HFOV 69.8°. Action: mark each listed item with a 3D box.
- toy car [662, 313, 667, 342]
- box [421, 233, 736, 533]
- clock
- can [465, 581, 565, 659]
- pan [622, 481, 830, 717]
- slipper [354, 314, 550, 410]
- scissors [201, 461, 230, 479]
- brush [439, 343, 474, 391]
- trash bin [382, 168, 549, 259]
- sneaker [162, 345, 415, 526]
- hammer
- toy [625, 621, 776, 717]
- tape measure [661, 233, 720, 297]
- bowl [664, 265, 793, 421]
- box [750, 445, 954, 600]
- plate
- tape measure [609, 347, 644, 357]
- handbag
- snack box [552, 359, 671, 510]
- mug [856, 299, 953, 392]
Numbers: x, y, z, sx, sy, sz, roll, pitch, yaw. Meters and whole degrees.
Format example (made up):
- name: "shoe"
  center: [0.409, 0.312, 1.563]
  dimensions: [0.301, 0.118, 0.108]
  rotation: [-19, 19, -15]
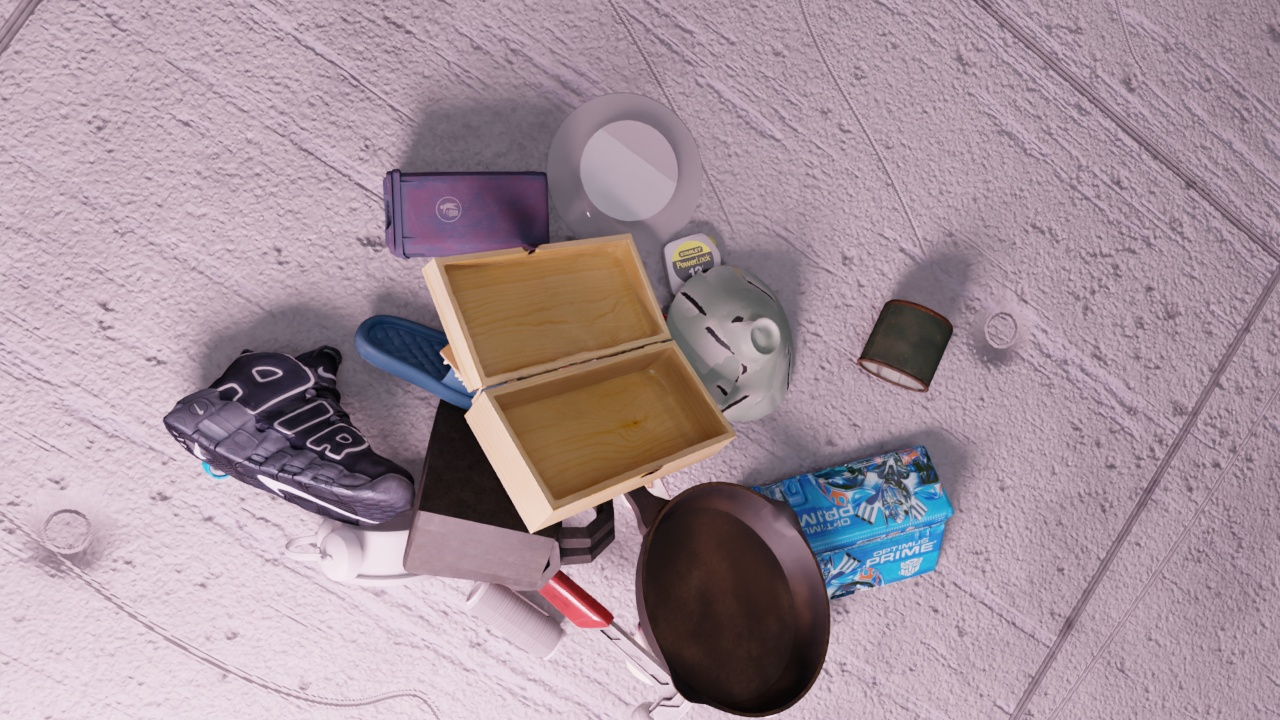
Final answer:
- name: "toy car"
  center: [0.039, -0.007, 1.005]
  dimensions: [0.025, 0.038, 0.089]
  rotation: [-24, 98, -10]
- name: "box"
  center: [-0.053, 0.005, 0.870]
  dimensions: [0.246, 0.076, 0.257]
  rotation: [-15, 80, -45]
- name: "clock"
  center: [-0.268, 0.188, 0.910]
  dimensions: [0.159, 0.120, 0.061]
  rotation: [0, 93, -21]
- name: "can"
  center: [-0.133, 0.273, 0.979]
  dimensions: [0.106, 0.044, 0.044]
  rotation: [39, 84, -12]
- name: "pan"
  center: [0.043, 0.190, 0.906]
  dimensions: [0.356, 0.043, 0.247]
  rotation: [46, 49, -5]
- name: "slipper"
  center: [-0.180, -0.003, 0.927]
  dimensions: [0.213, 0.103, 0.059]
  rotation: [21, 121, -3]
- name: "scissors"
  center: [-0.377, 0.078, 0.931]
  dimensions: [0.134, 0.016, 0.073]
  rotation: [-6, 92, -13]
- name: "brush"
  center: [-0.139, -0.017, 0.881]
  dimensions: [0.049, 0.039, 0.116]
  rotation: [49, 49, -2]
- name: "trash bin"
  center: [-0.175, -0.147, 0.927]
  dimensions: [0.160, 0.092, 0.094]
  rotation: [-2, 93, -8]
- name: "sneaker"
  center: [-0.309, 0.058, 0.883]
  dimensions: [0.252, 0.097, 0.150]
  rotation: [19, 60, 10]
- name: "hammer"
  center: [-0.069, 0.248, 0.949]
  dimensions: [0.316, 0.036, 0.126]
  rotation: [39, 116, 7]
- name: "toy"
  center: [0.087, 0.308, 1.004]
  dimensions: [0.209, 0.085, 0.138]
  rotation: [23, 113, -19]
- name: "tape measure"
  center: [0.058, -0.105, 1.015]
  dimensions: [0.064, 0.017, 0.065]
  rotation: [-16, 96, -11]
- name: "bowl"
  center: [0.116, -0.021, 0.983]
  dimensions: [0.174, 0.068, 0.174]
  rotation: [3, 83, -27]
- name: "box"
  center: [0.234, 0.201, 1.042]
  dimensions: [0.243, 0.075, 0.167]
  rotation: [-12, 96, -11]
- name: "plate"
  center: [-0.014, -0.204, 0.993]
  dimensions: [0.172, 0.019, 0.173]
  rotation: [-1, 93, -12]
- name: "tape measure"
  center: [-0.006, 0.006, 1.005]
  dimensions: [0.062, 0.020, 0.060]
  rotation: [3, 92, -13]
- name: "handbag"
  center: [-0.119, 0.137, 0.911]
  dimensions: [0.199, 0.197, 0.103]
  rotation: [15, 123, -12]
- name: "snack box"
  center: [-0.052, 0.035, 0.969]
  dimensions: [0.044, 0.077, 0.273]
  rotation: [-30, 98, -14]
- name: "mug"
  center: [0.310, -0.013, 1.049]
  dimensions: [0.111, 0.085, 0.081]
  rotation: [30, 84, -44]
